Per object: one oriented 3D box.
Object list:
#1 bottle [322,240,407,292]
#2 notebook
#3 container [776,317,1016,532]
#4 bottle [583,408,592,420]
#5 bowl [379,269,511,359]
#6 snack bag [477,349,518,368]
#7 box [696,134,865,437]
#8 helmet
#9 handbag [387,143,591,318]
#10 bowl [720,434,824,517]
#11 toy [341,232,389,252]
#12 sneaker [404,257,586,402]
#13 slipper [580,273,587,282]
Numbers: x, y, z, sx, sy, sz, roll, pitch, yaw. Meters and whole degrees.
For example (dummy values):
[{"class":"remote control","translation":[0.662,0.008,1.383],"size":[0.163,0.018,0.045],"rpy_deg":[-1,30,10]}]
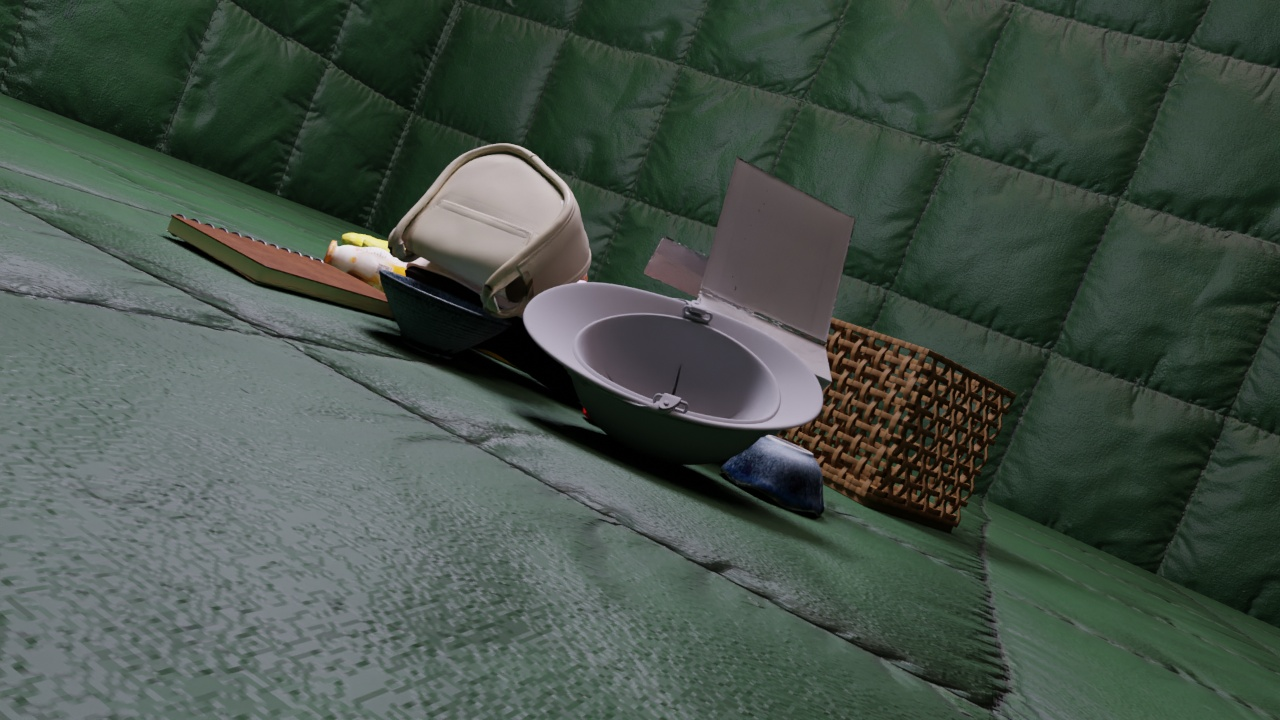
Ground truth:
[{"class":"bottle","translation":[-0.344,-0.114,1.161],"size":[0.108,0.063,0.063],"rpy_deg":[22,3,-20]},{"class":"notebook","translation":[-0.376,-0.098,0.999],"size":[0.167,0.024,0.225],"rpy_deg":[26,3,26]},{"class":"container","translation":[0.339,0.083,1.321],"size":[0.219,0.214,0.252],"rpy_deg":[21,4,-37]},{"class":"bottle","translation":[0.003,0.060,0.910],"size":[0.119,0.036,0.036],"rpy_deg":[23,3,-16]},{"class":"bowl","translation":[-0.200,-0.037,0.901],"size":[0.137,0.057,0.137],"rpy_deg":[23,2,-1]},{"class":"snack bag","translation":[-0.165,-0.012,1.087],"size":[0.099,0.020,0.026],"rpy_deg":[24,8,12]},{"class":"box","translation":[0.120,-0.061,1.018],"size":[0.167,0.330,0.165],"rpy_deg":[22,-9,-21]},{"class":"helmet","translation":[0.018,0.034,0.828],"size":[0.271,0.118,0.182],"rpy_deg":[17,34,2]},{"class":"handbag","translation":[-0.143,-0.118,0.966],"size":[0.229,0.183,0.132],"rpy_deg":[26,-35,42]},{"class":"bowl","translation":[0.137,0.107,0.902],"size":[0.110,0.055,0.110],"rpy_deg":[22,2,-1]},{"class":"toy","translation":[-0.355,-0.144,1.378],"size":[0.134,0.092,0.207],"rpy_deg":[21,4,30]},{"class":"sneaker","translation":[-0.133,-0.067,1.027],"size":[0.294,0.116,0.112],"rpy_deg":[24,-35,28]},{"class":"slipper","translation":[-0.124,-0.107,1.191],"size":[0.081,0.093,0.197],"rpy_deg":[38,11,34]}]
